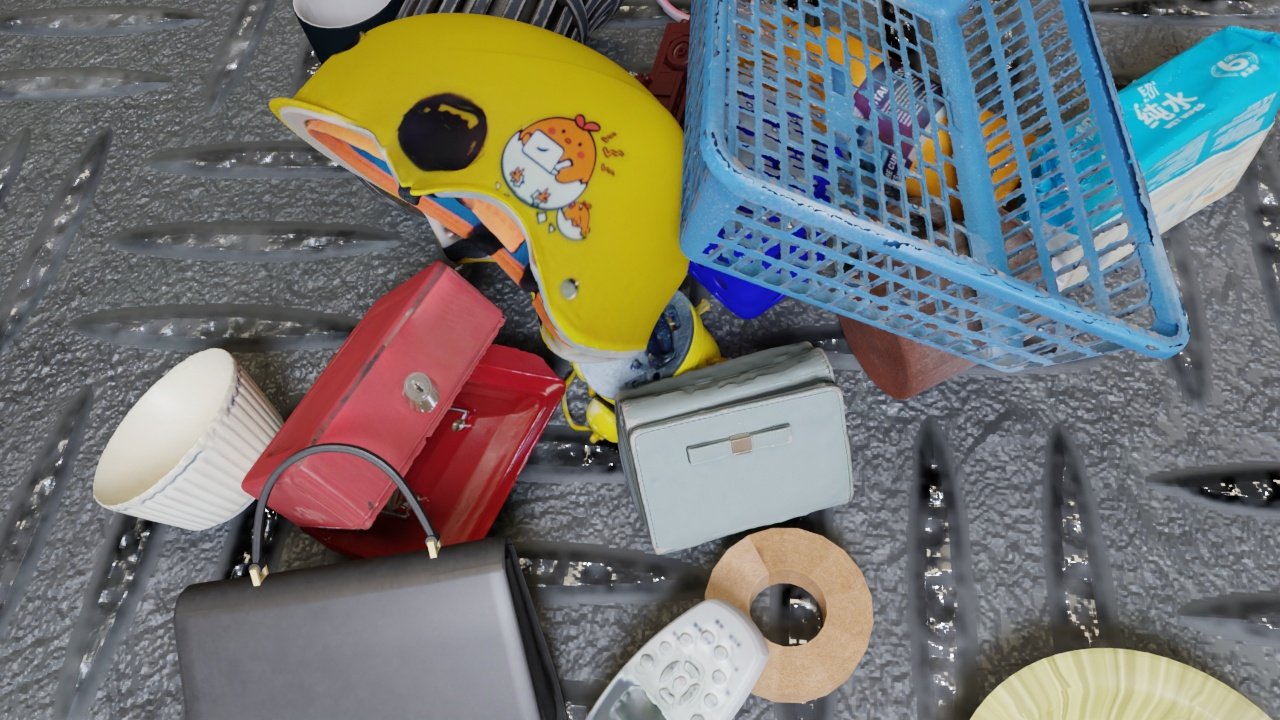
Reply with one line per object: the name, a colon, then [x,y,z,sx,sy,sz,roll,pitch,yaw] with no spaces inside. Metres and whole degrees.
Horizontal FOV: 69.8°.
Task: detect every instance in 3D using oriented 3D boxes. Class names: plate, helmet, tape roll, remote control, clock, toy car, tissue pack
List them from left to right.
helmet: [-0.065,-0.112,0.511,0.240,0.209,0.139,39,84,-3]
clock: [-0.004,0.003,0.591,0.119,0.057,0.083,-28,53,14]
toy car: [0.009,-0.154,0.656,0.062,0.070,0.169,13,82,31]
remote control: [0.019,0.180,0.492,0.114,0.028,0.060,-47,62,6]
tape roll: [0.084,0.145,0.525,0.094,0.027,0.093,-3,61,5]
tissue pack: [0.321,-0.123,0.597,0.209,0.117,0.066,-32,57,-11]
plate: [0.242,0.239,0.448,0.184,0.036,0.184,-3,61,5]

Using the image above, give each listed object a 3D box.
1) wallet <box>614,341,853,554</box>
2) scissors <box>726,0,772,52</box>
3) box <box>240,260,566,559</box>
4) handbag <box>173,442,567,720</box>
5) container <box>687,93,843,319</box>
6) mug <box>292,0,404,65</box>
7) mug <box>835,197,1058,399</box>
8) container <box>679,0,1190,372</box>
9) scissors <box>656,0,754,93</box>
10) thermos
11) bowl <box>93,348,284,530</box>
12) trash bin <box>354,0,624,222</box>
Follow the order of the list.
wallet: [0.055,0.052,0.539,0.131,0.054,0.100,-15,103,-3]
scissors: [0.054,-0.227,0.744,0.114,0.016,0.228,36,69,22]
box: [-0.153,0.033,0.549,0.137,0.126,0.157,4,57,39]
handbag: [-0.142,0.135,0.464,0.176,0.072,0.196,-9,104,1]
container: [0.074,-0.099,0.612,0.085,0.114,0.084,-37,63,-14]
mug: [-0.219,-0.248,0.741,0.085,0.094,0.121,-16,60,-2]
mug: [0.182,-0.048,0.584,0.110,0.096,0.123,-24,64,-12]
container: [0.135,-0.166,0.508,0.257,0.089,0.361,17,55,-18]
scissors: [0.086,-0.271,0.753,0.101,0.016,0.178,-24,66,-18]
thermos: [0.169,-0.181,0.653,0.233,0.091,0.076,38,74,20]
bowl: [-0.277,0.056,0.580,0.115,0.062,0.115,-22,43,22]
trash bin: [-0.119,-0.226,0.684,0.164,0.164,0.227,13,67,13]
